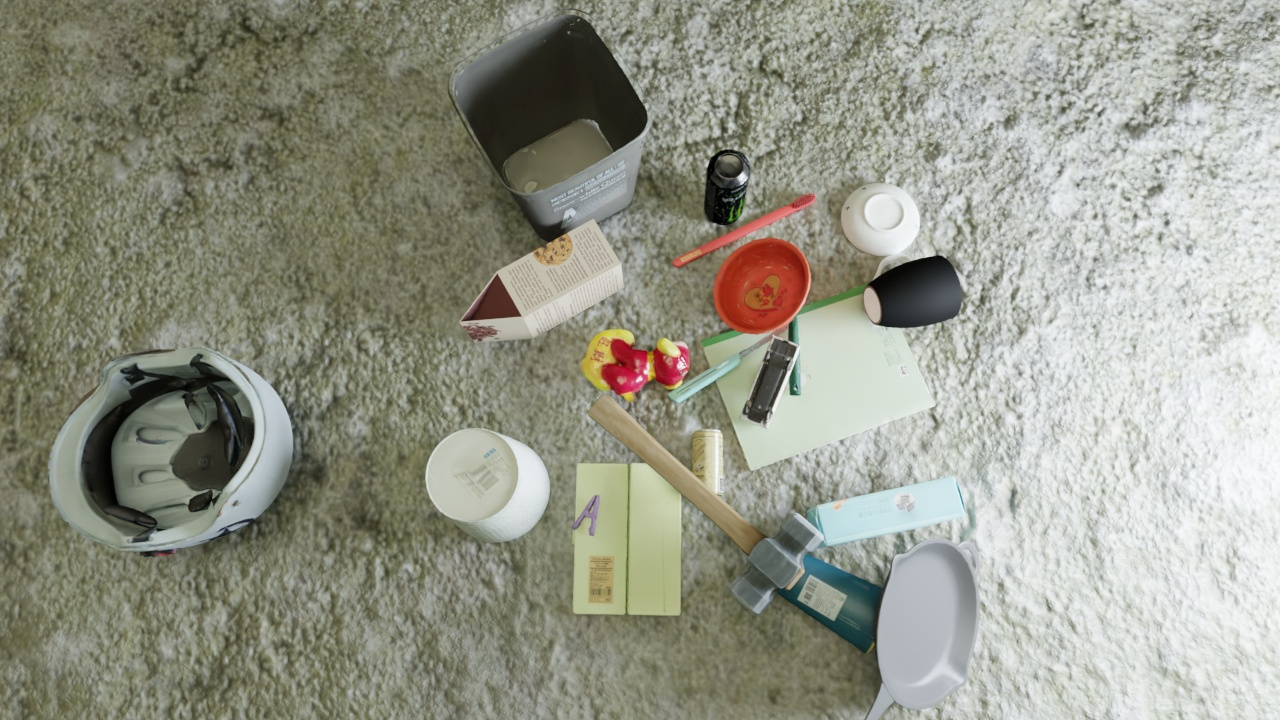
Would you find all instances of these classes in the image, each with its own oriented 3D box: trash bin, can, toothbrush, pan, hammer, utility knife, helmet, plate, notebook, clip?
[{"bbox_3d":[-0.102,-0.271,1.146,0.197,0.220,0.197,-30,78,-6],"label":"trash bin"},{"bbox_3d":[0.109,-0.218,1.170,0.054,0.138,0.054,0,76,2],"label":"can"},{"bbox_3d":[0.197,-0.048,1.179,0.016,0.017,0.189,0,74,3],"label":"toothbrush"},{"bbox_3d":[0.139,-0.175,1.220,0.212,0.018,0.012,-26,77,-5],"label":"toothbrush"},{"bbox_3d":[0.083,0.128,1.139,0.038,0.038,0.079,0,76,2],"label":"can"},{"bbox_3d":[0.286,0.339,1.022,0.353,0.024,0.216,-46,117,-28],"label":"pan"},{"bbox_3d":[-0.182,0.144,1.079,0.133,0.161,0.133,0,76,1],"label":"trash bin"},{"bbox_3d":[0.061,0.152,1.095,0.323,0.051,0.117,40,92,21],"label":"hammer"},{"bbox_3d":[0.114,0.004,1.166,0.177,0.016,0.022,-32,43,2],"label":"utility knife"},{"bbox_3d":[-0.542,0.114,1.097,0.264,0.164,0.236,-20,73,3],"label":"helmet"},{"bbox_3d":[0.320,-0.192,1.215,0.104,0.026,0.104,0,76,2],"label":"plate"},{"bbox_3d":[0.225,0.016,1.177,0.252,0.010,0.182,-19,77,-3],"label":"notebook"},{"bbox_3d":[-0.067,0.191,1.125,0.046,0.014,0.050,-9,78,10],"label":"clip"}]

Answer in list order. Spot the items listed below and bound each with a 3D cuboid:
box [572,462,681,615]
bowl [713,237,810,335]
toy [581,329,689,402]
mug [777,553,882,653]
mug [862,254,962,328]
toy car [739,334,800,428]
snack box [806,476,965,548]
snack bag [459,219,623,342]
[{"bbox_3d":[-0.016,0.218,1.130,0.137,0.024,0.187,1,76,5],"label":"box"},{"bbox_3d":[0.161,-0.088,1.171,0.131,0.045,0.130,-10,68,27],"label":"bowl"},{"bbox_3d":[-0.007,0.007,1.158,0.137,0.067,0.105,2,60,4],"label":"toy"},{"bbox_3d":[0.228,0.280,1.082,0.121,0.078,0.078,28,79,12],"label":"mug"},{"bbox_3d":[0.332,-0.092,1.165,0.100,0.085,0.118,-14,45,-9],"label":"mug"},{"bbox_3d":[0.163,0.027,1.151,0.039,0.039,0.113,23,97,15],"label":"toy car"},{"bbox_3d":[0.292,0.183,1.101,0.174,0.075,0.053,-13,77,-1],"label":"snack box"},{"bbox_3d":[-0.129,-0.085,1.167,0.206,0.094,0.070,-29,77,-5],"label":"snack bag"}]
